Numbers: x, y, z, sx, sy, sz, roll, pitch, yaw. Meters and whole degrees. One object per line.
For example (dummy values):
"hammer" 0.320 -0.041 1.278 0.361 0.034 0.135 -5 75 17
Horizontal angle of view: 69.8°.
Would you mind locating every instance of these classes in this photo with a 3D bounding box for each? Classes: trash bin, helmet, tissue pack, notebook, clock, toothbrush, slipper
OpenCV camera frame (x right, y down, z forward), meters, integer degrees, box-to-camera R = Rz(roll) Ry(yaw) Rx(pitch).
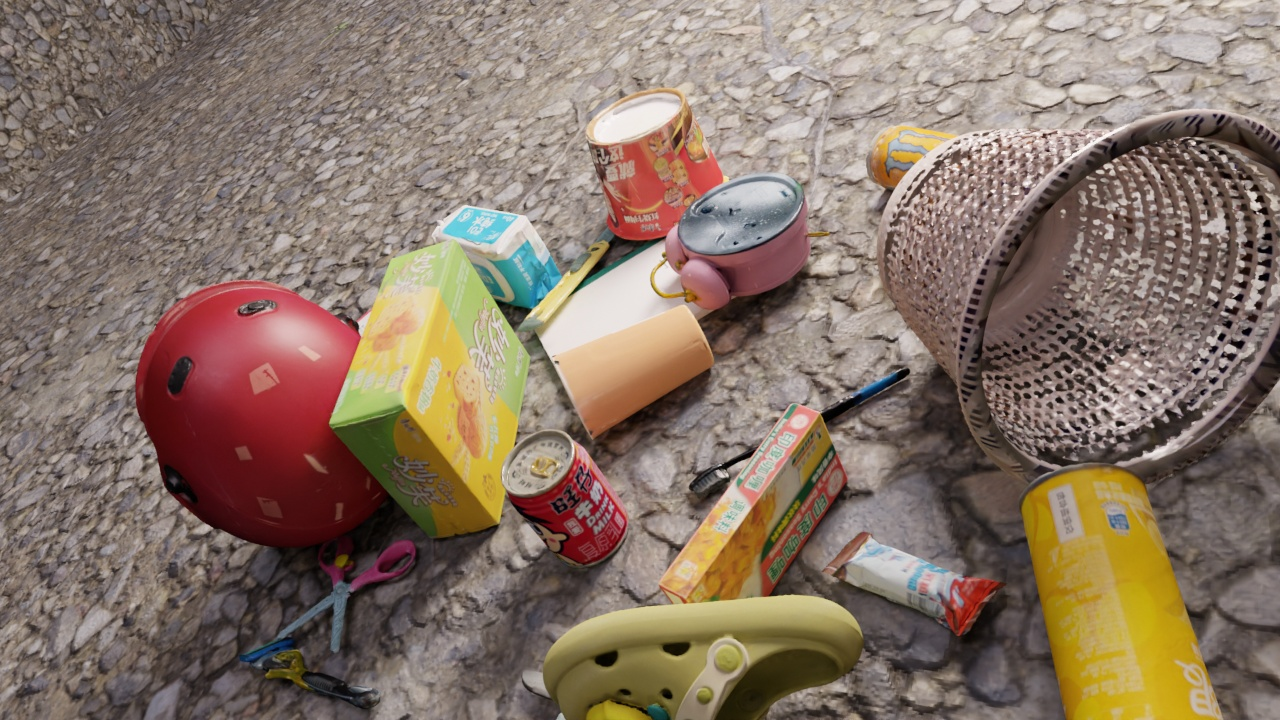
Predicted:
"trash bin" 0.260 -0.058 0.588 0.227 0.227 0.192 -30 27 0
"helmet" -0.289 0.055 0.773 0.144 0.240 0.206 20 57 35
"tissue pack" -0.153 -0.107 0.970 0.140 0.090 0.063 17 58 41
"notebook" -0.001 -0.061 0.888 0.209 0.012 0.150 -32 38 -3
"clock" 0.080 -0.103 0.827 0.158 0.060 0.117 -26 38 1
"toothbrush" 0.121 0.054 0.691 0.189 0.014 0.016 -29 40 1
"slipper" 0.033 0.186 0.521 0.191 0.092 0.081 -14 43 12

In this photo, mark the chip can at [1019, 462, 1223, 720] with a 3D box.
"chip can" 0.245 0.155 0.462 0.072 0.072 0.212 -13 42 20

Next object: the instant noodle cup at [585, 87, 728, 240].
"instant noodle cup" 0.010 -0.207 0.951 0.138 0.109 0.137 -16 37 13

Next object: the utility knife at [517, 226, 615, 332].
"utility knife" -0.061 -0.097 0.956 0.031 0.022 0.212 6 40 35

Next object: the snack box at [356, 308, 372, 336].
"snack box" -0.241 -0.039 0.988 0.127 0.044 0.113 -43 40 -13

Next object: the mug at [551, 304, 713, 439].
"mug" -0.005 0.005 0.777 0.122 0.078 0.078 -27 39 -4

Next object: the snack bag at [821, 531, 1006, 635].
"snack bag" 0.167 0.135 0.568 0.048 0.026 0.104 -39 39 -29

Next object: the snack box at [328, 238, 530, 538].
"snack box" -0.170 0.022 0.790 0.070 0.158 0.209 -13 42 17

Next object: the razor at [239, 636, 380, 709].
"razor" -0.251 0.247 0.712 0.143 0.022 0.042 6 13 34

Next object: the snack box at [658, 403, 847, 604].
"snack box" 0.079 0.110 0.607 0.027 0.077 0.155 18 59 42

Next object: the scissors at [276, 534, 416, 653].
"scissors" -0.244 0.188 0.769 0.135 0.017 0.133 -22 36 3

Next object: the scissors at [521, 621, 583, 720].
"scissors" -0.008 0.233 0.579 0.179 0.019 0.170 -18 40 17

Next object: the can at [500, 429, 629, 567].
"can" -0.056 0.103 0.685 0.067 0.094 0.066 -17 41 15

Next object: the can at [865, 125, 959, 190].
"can" 0.270 -0.165 0.795 0.058 0.058 0.146 -44 41 -16
